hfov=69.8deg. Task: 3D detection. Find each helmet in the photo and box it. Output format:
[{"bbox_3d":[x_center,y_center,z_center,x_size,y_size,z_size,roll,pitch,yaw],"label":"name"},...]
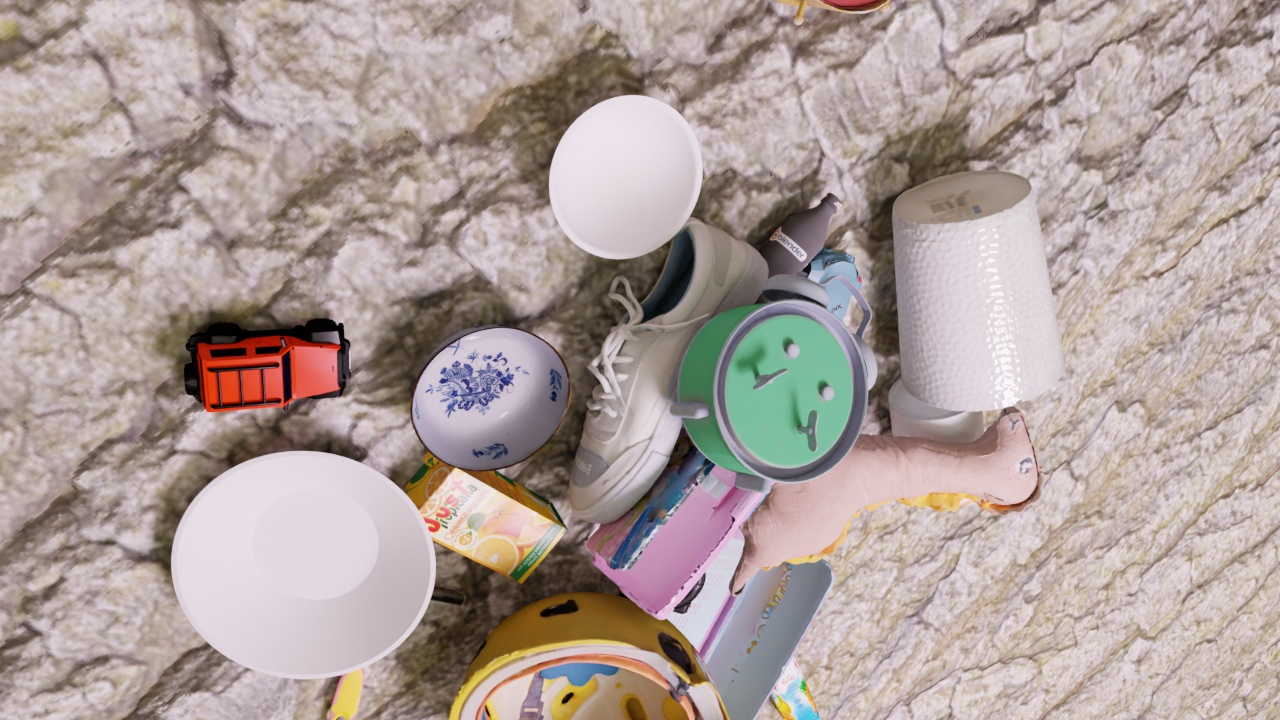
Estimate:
[{"bbox_3d":[-0.044,0.273,0.765,0.209,0.139,0.240,-31,114,10],"label":"helmet"}]

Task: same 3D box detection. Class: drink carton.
[{"bbox_3d":[-0.123,0.117,0.705,0.122,0.041,0.058,37,96,-34],"label":"drink carton"},{"bbox_3d":[0.148,0.332,0.944,0.038,0.044,0.129,-31,125,-9],"label":"drink carton"}]

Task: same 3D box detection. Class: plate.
[{"bbox_3d":[-0.233,0.139,0.649,0.174,0.036,0.174,-2,106,-8],"label":"plate"}]

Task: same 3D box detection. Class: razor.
[{"bbox_3d":[-0.185,0.179,0.720,0.105,0.026,0.042,23,101,-37],"label":"razor"}]

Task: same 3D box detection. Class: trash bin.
[{"bbox_3d":[0.272,-0.061,0.755,0.133,0.133,0.161,-24,118,-13],"label":"trash bin"}]

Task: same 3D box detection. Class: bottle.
[{"bbox_3d":[0.116,-0.085,0.718,0.110,0.036,0.036,-48,125,4],"label":"bottle"}]

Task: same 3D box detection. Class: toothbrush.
[{"bbox_3d":[-0.250,0.303,0.755,0.021,0.016,0.136,12,109,-25],"label":"toothbrush"}]

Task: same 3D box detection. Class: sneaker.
[{"bbox_3d":[-0.004,0.004,0.683,0.090,0.089,0.242,28,95,-29],"label":"sneaker"}]

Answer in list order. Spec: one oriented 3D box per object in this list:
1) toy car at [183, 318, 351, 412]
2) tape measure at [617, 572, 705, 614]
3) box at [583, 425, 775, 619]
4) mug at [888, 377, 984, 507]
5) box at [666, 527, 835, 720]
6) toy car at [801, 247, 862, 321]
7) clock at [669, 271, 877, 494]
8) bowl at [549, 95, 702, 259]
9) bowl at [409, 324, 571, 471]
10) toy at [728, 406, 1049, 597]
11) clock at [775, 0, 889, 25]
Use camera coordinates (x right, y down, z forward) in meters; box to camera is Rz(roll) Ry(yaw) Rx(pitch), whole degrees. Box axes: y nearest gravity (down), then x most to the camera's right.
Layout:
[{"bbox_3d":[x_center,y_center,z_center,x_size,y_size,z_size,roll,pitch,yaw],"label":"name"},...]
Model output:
[{"bbox_3d":[-0.237,0.006,0.588,0.100,0.049,0.051,-4,117,-24],"label":"toy car"},{"bbox_3d":[0.021,0.182,0.796,0.071,0.042,0.072,16,104,2],"label":"tape measure"},{"bbox_3d":[0.054,0.078,0.699,0.230,0.084,0.091,-48,160,-13],"label":"box"},{"bbox_3d":[0.275,0.071,0.848,0.082,0.082,0.105,-26,122,-12],"label":"mug"},{"bbox_3d":[0.077,0.249,0.857,0.140,0.062,0.214,27,104,2],"label":"box"},{"bbox_3d":[0.149,-0.038,0.764,0.060,0.027,0.108,11,110,-30],"label":"toy car"},{"bbox_3d":[0.105,0.007,0.634,0.161,0.075,0.122,-47,108,-18],"label":"clock"},{"bbox_3d":[-0.016,-0.128,0.630,0.109,0.040,0.110,-10,118,-20],"label":"bowl"},{"bbox_3d":[-0.111,0.020,0.658,0.114,0.045,0.114,-11,119,-21],"label":"bowl"},{"bbox_3d":[0.209,0.123,0.787,0.264,0.065,0.196,6,108,-7],"label":"toy"},{"bbox_3d":[0.129,-0.302,0.585,0.117,0.081,0.159,-15,120,-18],"label":"clock"}]
